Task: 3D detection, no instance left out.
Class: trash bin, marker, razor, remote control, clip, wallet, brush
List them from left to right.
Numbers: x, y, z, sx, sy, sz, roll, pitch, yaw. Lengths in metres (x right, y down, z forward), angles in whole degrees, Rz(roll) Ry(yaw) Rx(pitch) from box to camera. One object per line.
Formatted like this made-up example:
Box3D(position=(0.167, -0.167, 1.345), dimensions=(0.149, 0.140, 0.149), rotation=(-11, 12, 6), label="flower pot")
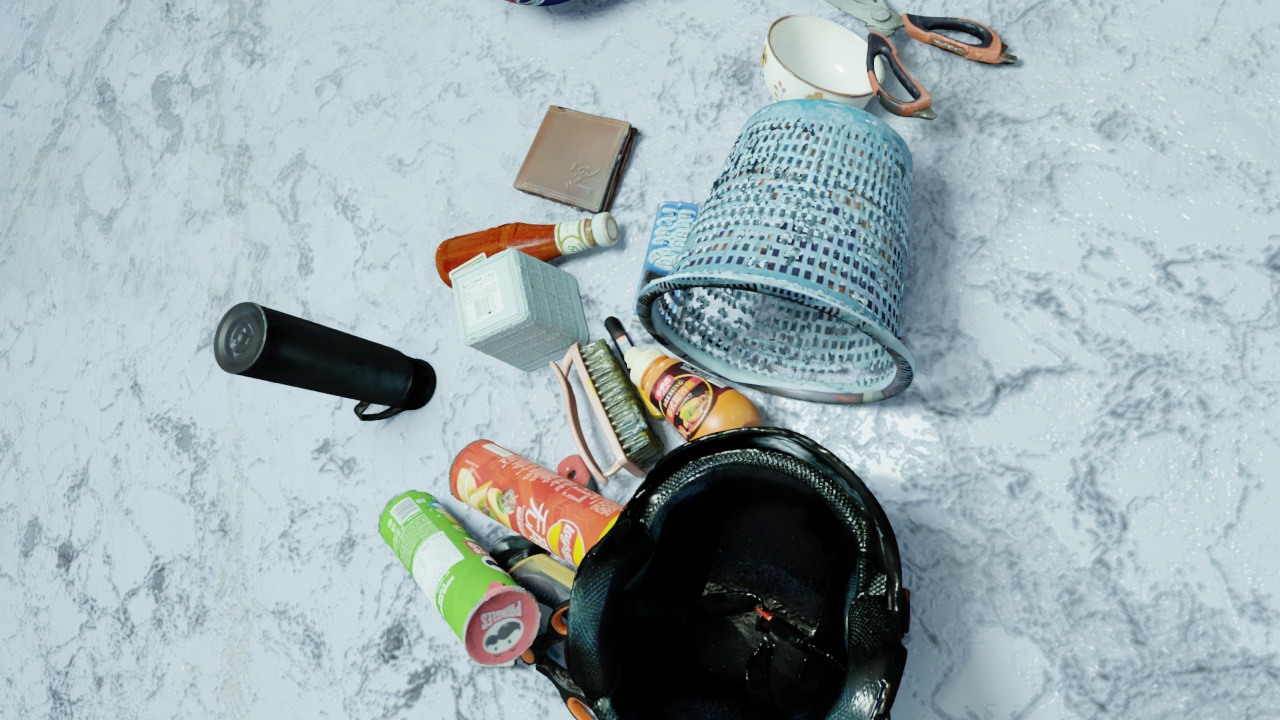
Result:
Box3D(position=(-0.101, 0.277, 0.893), dimensions=(0.055, 0.013, 0.038), rotation=(39, 98, 30), label="clip")
Box3D(position=(-0.070, 0.212, 0.864), dimensions=(0.168, 0.062, 0.067), rotation=(21, 55, 33), label="razor")
Box3D(position=(-0.071, -0.214, 0.980), dimensions=(0.125, 0.032, 0.101), rotation=(22, 91, 30), label="wallet")
Box3D(position=(-0.038, 0.045, 0.885), dimensions=(0.073, 0.063, 0.145), rotation=(-30, 65, 7), label="brush")
Box3D(position=(-0.005, 0.005, 0.905), dimensions=(0.018, 0.015, 0.123), rotation=(-26, 64, -5), label="marker")
Box3D(position=(0.028, -0.094, 0.904), dimensions=(0.049, 0.024, 0.125), rotation=(12, 83, 29), label="remote control")
Box3D(position=(0.132, -0.095, 0.760), dimensions=(0.227, 0.226, 0.194), rotation=(9, 70, 29), label="trash bin")

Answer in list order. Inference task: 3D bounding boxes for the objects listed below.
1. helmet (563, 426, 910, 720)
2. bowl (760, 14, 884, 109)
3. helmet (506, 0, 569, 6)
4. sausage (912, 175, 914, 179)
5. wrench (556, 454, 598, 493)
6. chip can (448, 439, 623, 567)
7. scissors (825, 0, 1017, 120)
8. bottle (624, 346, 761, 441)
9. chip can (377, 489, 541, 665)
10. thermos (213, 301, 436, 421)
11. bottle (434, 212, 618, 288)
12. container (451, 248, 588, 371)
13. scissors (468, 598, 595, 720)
Box3D(position=(0.081, 0.188, 0.697), dimensions=(0.233, 0.230, 0.274), rotation=(17, 87, 15), label="helmet")
Box3D(position=(0.158, -0.258, 0.842), dimensions=(0.113, 0.113, 0.062), rotation=(61, 149, 24), label="bowl")
Box3D(position=(-0.107, -0.488, 0.935), dimensions=(0.247, 0.241, 0.315), rotation=(-39, 52, -15), label="helmet")
Box3D(position=(0.176, -0.191, 0.851), dimensions=(0.165, 0.021, 0.021), rotation=(25, 90, 30), label="sausage")
Box3D(position=(-0.018, 0.209, 0.863), dimensions=(0.056, 0.016, 0.273), rotation=(-38, 64, 18), label="wrench")
Box3D(position=(-0.090, 0.139, 0.868), dimensions=(0.217, 0.073, 0.073), rotation=(20, 88, 38), label="chip can")
Box3D(position=(0.229, -0.294, 0.824), dimensions=(0.226, 0.015, 0.188), rotation=(19, 63, 19), label="scissors")
Box3D(position=(0.040, 0.032, 0.846), dimensions=(0.149, 0.066, 0.067), rotation=(38, 97, 30), label="bottle")
Box3D(position=(-0.178, 0.195, 0.866), dimensions=(0.236, 0.072, 0.072), rotation=(25, 90, 53), label="chip can")
Box3D(position=(-0.313, 0.013, 0.931), dimensions=(0.068, 0.242, 0.090), rotation=(38, 96, 29), label="thermos")
Box3D(position=(-0.120, -0.119, 0.967), dimensions=(0.206, 0.059, 0.059), rotation=(-9, 75, 25), label="bottle")
Box3D(position=(-0.124, -0.052, 0.923), dimensions=(0.090, 0.111, 0.090), rotation=(-22, 69, 21), label="container")
Box3D(position=(-0.083, 0.270, 0.851), dimensions=(0.221, 0.021, 0.230), rotation=(43, 127, 14), label="scissors")
